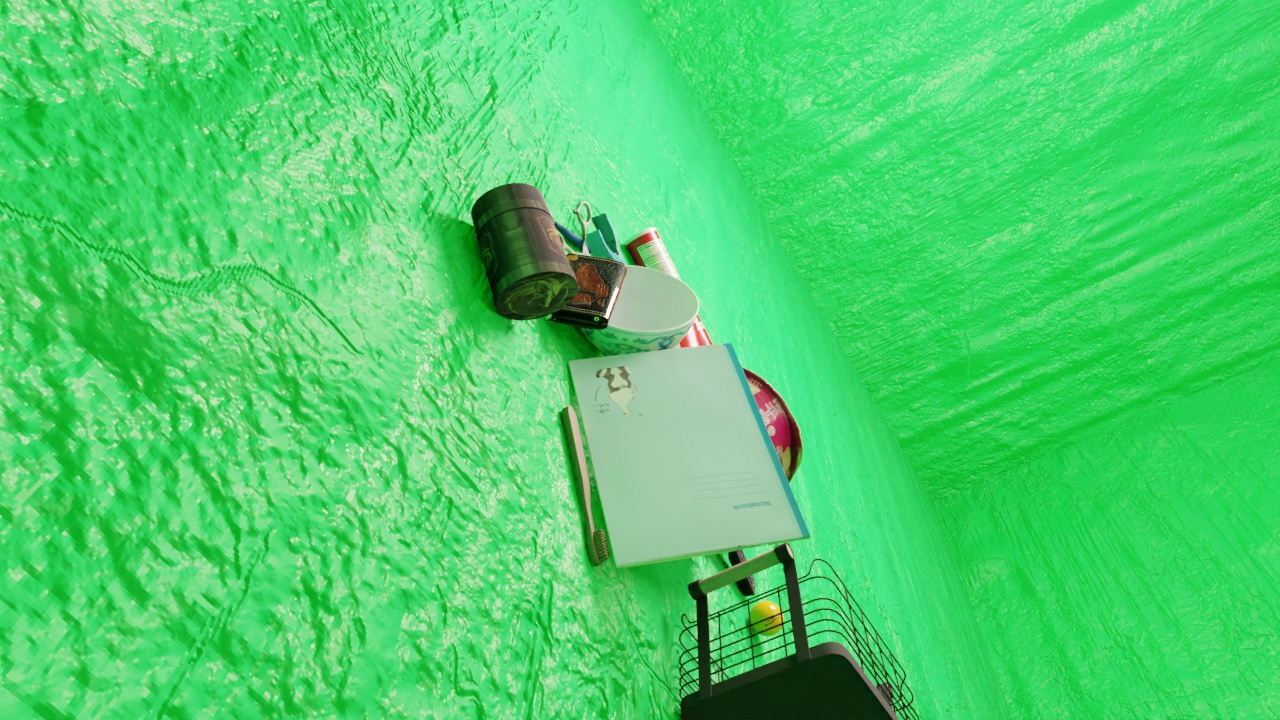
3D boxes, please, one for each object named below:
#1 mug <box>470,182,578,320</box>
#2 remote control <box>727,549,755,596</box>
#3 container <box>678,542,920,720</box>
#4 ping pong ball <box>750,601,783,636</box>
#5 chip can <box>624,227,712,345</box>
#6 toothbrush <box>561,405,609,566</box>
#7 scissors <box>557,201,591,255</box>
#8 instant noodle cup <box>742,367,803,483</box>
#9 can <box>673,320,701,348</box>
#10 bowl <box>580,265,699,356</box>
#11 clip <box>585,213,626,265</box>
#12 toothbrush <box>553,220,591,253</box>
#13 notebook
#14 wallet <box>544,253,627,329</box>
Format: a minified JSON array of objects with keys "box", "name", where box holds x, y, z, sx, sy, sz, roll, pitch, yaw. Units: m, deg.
[{"box":[-0.114,-0.097,0.895,0.116,0.080,0.107,91,-19,-64],"name":"mug"},{"box":[0.109,0.220,1.095,0.032,0.015,0.136,-73,143,-66],"name":"remote control"},{"box":[0.153,0.313,0.874,0.241,0.163,0.130,54,20,-25],"name":"container"},{"box":[0.148,0.304,1.079,0.040,0.040,0.040,52,20,-29],"name":"ping pong ball"},{"box":[0.046,-0.089,1.353,0.214,0.052,0.051,64,18,4],"name":"chip can"},{"box":[-0.052,0.110,0.842,0.016,0.016,0.166,44,25,-50],"name":"toothbrush"},{"box":[-0.071,-0.121,1.108,0.161,0.014,0.141,-16,99,-55],"name":"scissors"},{"box":[0.075,0.096,0.993,0.077,0.179,0.178,-30,93,-56],"name":"instant noodle cup"},{"box":[0.041,-0.033,1.212,0.070,0.070,0.132,38,33,-53],"name":"can"},{"box":[-0.010,-0.041,1.047,0.143,0.144,0.074,-90,-173,-55],"name":"bowl"},{"box":[-0.036,-0.143,1.212,0.130,0.031,0.121,54,20,-46],"name":"clip"},{"box":[-0.096,-0.158,1.109,0.014,0.014,0.167,33,1,25],"name":"toothbrush"},{"box":[0.039,0.080,0.889,0.009,0.181,0.253,95,-16,-45],"name":"notebook"},{"box":[-0.059,-0.077,1.000,0.122,0.072,0.019,-76,174,-56],"name":"wallet"}]
